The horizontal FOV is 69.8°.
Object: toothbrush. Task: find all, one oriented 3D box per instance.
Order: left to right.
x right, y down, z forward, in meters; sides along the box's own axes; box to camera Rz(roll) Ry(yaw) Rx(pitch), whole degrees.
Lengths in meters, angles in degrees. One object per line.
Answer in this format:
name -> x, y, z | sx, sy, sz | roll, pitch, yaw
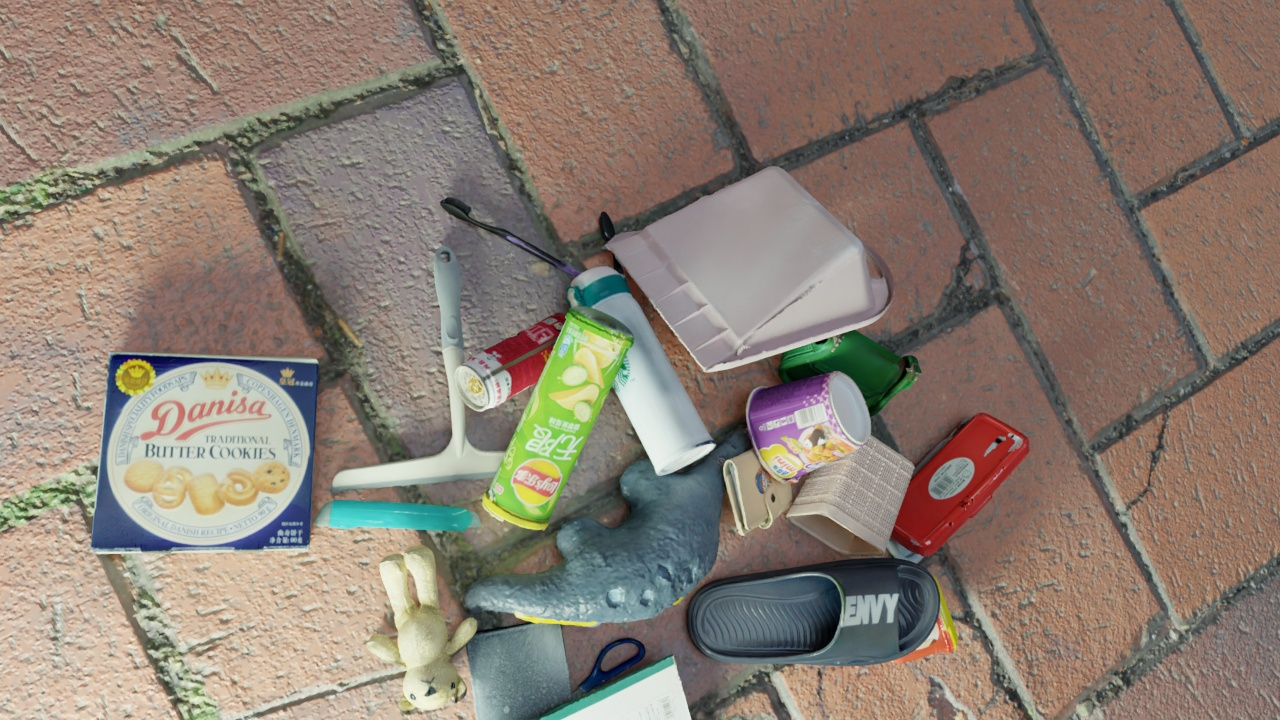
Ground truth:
toothbrush -> -0.127, -0.127, 0.984 | 0.189, 0.014, 0.016 | 27, 50, -13
toothbrush -> -0.018, -0.072, 1.011 | 0.014, 0.016, 0.189 | -15, 89, -28

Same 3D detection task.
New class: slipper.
slipper -> 0.183, 0.267, 0.947 | 0.268, 0.083, 0.110 | -5, 81, 0

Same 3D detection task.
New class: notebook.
notebook -> -0.041, 0.396, 0.903 | 0.208, 0.012, 0.150 | -20, 105, -19

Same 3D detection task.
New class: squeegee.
squeegee -> -0.189, -0.001, 0.930 | 0.246, 0.039, 0.246 | -3, 82, -18

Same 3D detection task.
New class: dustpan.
dustpan -> 0.137, -0.085, 0.991 | 0.273, 0.139, 0.222 | -30, 53, -2

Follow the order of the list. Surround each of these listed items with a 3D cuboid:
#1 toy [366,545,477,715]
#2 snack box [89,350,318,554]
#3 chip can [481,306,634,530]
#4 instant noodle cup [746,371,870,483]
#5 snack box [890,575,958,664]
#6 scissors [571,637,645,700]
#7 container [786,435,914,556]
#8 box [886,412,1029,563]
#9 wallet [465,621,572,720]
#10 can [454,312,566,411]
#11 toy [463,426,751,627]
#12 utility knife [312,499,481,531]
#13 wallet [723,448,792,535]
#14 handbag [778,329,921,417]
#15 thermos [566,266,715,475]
toy -> -0.208, 0.254, 0.868 | 0.105, 0.066, 0.157 | -11, 91, -13
snack box -> -0.396, 0.085, 0.848 | 0.177, 0.046, 0.182 | 2, 81, -18
chip can -> -0.079, 0.055, 0.900 | 0.072, 0.072, 0.221 | 23, 97, -13
instant noodle cup -> 0.184, 0.065, 0.983 | 0.111, 0.099, 0.111 | 31, 47, -40
snack box -> 0.294, 0.285, 1.016 | 0.080, 0.082, 0.091 | -18, 84, -10
scissors -> -0.066, 0.333, 0.930 | 0.173, 0.012, 0.128 | 9, 80, -15
container -> 0.235, 0.145, 1.015 | 0.090, 0.090, 0.110 | 33, 70, -10
box -> 0.360, 0.155, 1.075 | 0.201, 0.092, 0.094 | -39, 51, -19
wallet -> -0.117, 0.322, 0.905 | 0.097, 0.019, 0.120 | -7, 77, -14
can -> -0.120, 0.000, 0.921 | 0.132, 0.053, 0.053 | -32, 92, -39
toy -> 0.001, 0.187, 0.941 | 0.355, 0.092, 0.138 | -32, 64, -21
utility knife -> -0.237, 0.155, 0.905 | 0.161, 0.013, 0.029 | 7, 82, -19
wallet -> 0.131, 0.136, 0.987 | 0.115, 0.024, 0.087 | -16, 98, -56
handbag -> 0.228, 0.006, 1.018 | 0.131, 0.120, 0.067 | 28, 68, -9
thermos -> -0.006, 0.006, 0.948 | 0.073, 0.073, 0.224 | -22, 72, -20
